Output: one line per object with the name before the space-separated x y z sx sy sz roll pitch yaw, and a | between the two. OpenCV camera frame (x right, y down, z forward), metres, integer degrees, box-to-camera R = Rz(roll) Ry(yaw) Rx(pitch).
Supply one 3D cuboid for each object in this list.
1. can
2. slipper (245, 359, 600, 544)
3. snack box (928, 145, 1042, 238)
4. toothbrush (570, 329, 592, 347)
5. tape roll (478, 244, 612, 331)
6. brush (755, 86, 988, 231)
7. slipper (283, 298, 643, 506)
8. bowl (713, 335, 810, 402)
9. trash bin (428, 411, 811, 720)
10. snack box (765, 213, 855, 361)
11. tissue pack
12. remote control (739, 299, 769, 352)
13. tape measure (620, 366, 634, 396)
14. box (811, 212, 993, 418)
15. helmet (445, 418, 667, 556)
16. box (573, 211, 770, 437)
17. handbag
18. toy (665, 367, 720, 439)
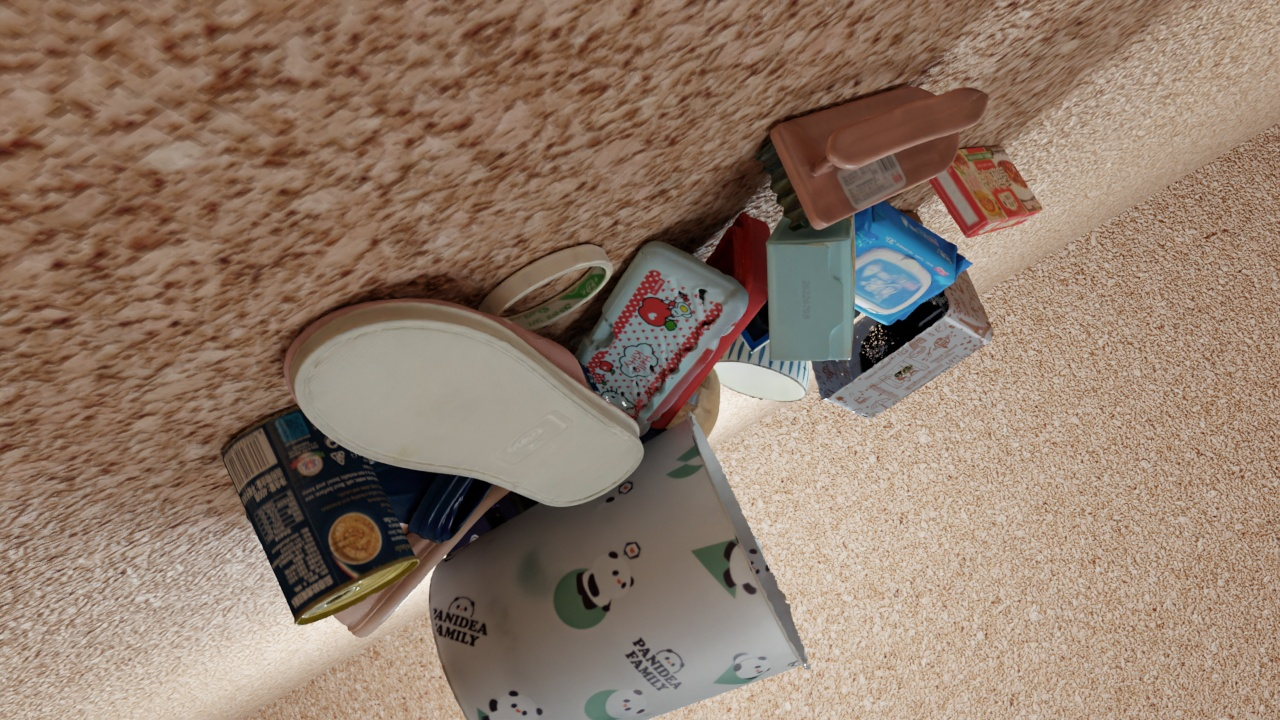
can | -0.189 0.088 0.540 0.075 0.111 0.075 -29 168 -7
slipper | -0.141 0.080 0.649 0.252 0.095 0.105 -24 166 -9
snack box | 0.312 -0.155 0.831 0.152 0.075 0.026 -17 164 -48
toothbrush | 0.020 -0.042 0.754 0.191 0.018 0.016 -20 163 -33
tape roll | -0.057 -0.041 0.552 0.085 0.014 0.086 -29 169 -6
brush | 0.143 -0.127 0.544 0.145 0.063 0.073 -24 179 -30
slipper | -0.090 0.025 0.544 0.114 0.054 0.274 -40 144 14
bowl | 0.142 -0.003 1.060 0.117 0.116 0.066 114 -7 -72
trash bin | -0.021 0.200 0.769 0.252 0.229 0.229 -26 170 5
snack box | 0.118 -0.058 0.615 0.052 0.074 0.174 -1 -164 15
tissue pack | 0.216 -0.085 0.819 0.157 0.052 0.095 23 135 -30
remote control | 0.142 -0.058 0.907 0.125 0.049 0.024 -37 170 36
tape measure | -0.005 0.005 0.816 0.065 0.033 0.066 -36 -178 -11
box | 0.226 -0.066 0.955 0.184 0.154 0.183 22 133 -34
helmet | -0.086 0.200 0.989 0.239 0.247 0.316 -24 161 -25
box | 0.010 -0.025 0.673 0.101 0.095 0.202 15 143 -16
handbag | -0.173 0.126 0.788 0.233 0.093 0.194 -33 -177 -17
toy | 0.026 0.078 1.074 0.143 0.082 0.227 -60 -175 -29
